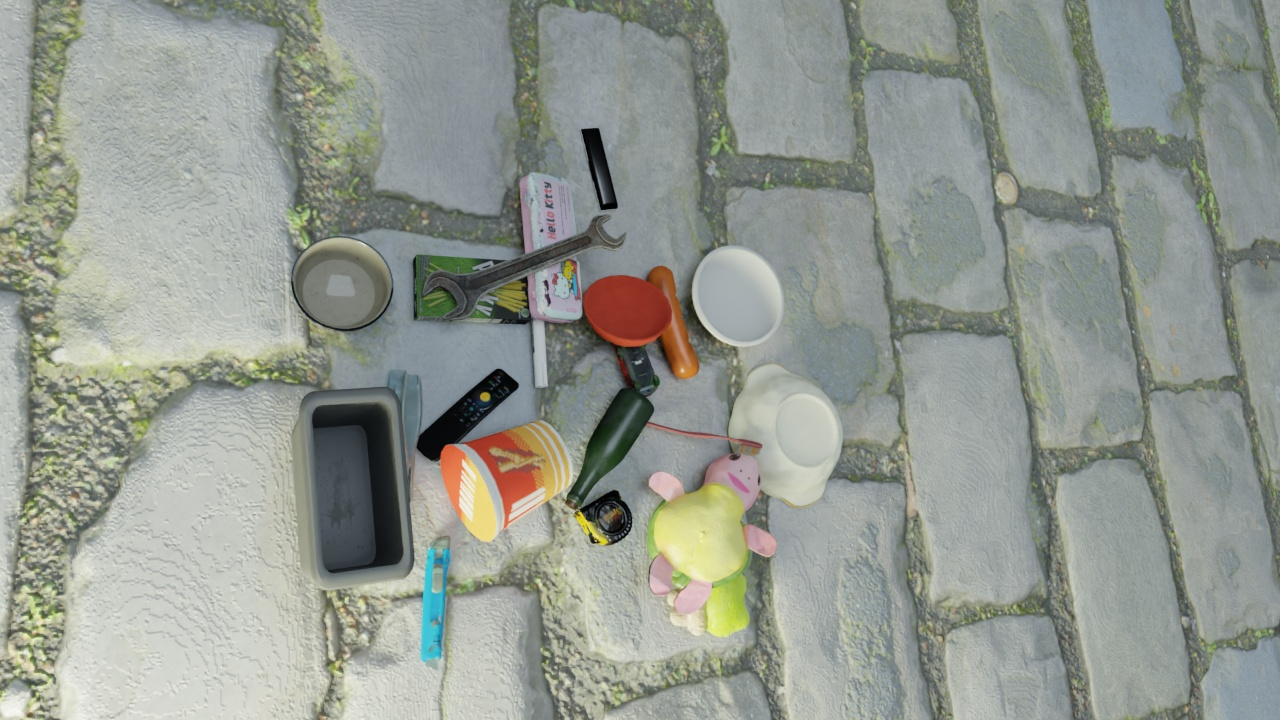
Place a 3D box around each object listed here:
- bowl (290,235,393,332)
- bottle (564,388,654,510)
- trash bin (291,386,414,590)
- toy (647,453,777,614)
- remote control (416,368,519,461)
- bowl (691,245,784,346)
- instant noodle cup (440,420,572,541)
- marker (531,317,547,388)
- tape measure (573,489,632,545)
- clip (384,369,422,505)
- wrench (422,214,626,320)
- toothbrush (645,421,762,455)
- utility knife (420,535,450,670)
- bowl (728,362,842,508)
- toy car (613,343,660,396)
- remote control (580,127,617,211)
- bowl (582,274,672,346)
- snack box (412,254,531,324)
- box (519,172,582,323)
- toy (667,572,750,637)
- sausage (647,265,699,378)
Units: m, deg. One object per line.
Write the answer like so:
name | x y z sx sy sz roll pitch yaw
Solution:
bowl | -0.362 -0.086 1.106 0.115 0.059 0.115 5 77 -23
bottle | -0.047 0.120 1.206 0.055 0.055 0.173 38 68 -13
trash bin | -0.318 0.142 0.989 0.097 0.220 0.191 -4 81 -25
toy | 0.088 0.221 1.226 0.190 0.088 0.237 27 64 7
remote control | -0.218 0.068 1.158 0.041 0.020 0.151 39 64 15
bowl | 0.135 -0.090 1.335 0.149 0.043 0.149 5 77 -23
instant noodle cup | -0.159 0.138 1.121 0.120 0.124 0.123 -23 89 -34
marker | -0.134 -0.030 1.217 0.017 0.020 0.133 3 77 -37
tape measure | -0.043 0.209 1.200 0.067 0.038 0.062 -28 83 -29
clip | -0.281 0.092 1.109 0.029 0.143 0.172 3 94 0
wrench | -0.144 -0.123 1.174 0.273 0.010 0.070 -23 85 -13
toothbrush | 0.079 0.104 1.268 0.184 0.015 0.016 13 105 -6
utility knife | -0.246 0.291 1.105 0.031 0.015 0.158 4 79 -18
bowl | 0.224 0.105 1.325 0.188 0.060 0.219 -17 87 -25
toy car | -0.007 0.007 1.254 0.042 0.036 0.091 -19 80 -31
remote control | -0.058 -0.274 1.306 0.028 0.012 0.124 -11 84 -25
bowl | -0.020 -0.061 1.245 0.122 0.035 0.121 7 49 -8
snack box | -0.218 -0.091 1.190 0.147 0.025 0.080 1 79 -24
box | -0.119 -0.151 1.220 0.086 0.045 0.202 7 75 -51
toy | 0.092 0.325 1.230 0.115 0.046 0.092 -2 79 -17
sausage | 0.044 -0.054 1.289 0.044 0.039 0.164 -10 83 -51
